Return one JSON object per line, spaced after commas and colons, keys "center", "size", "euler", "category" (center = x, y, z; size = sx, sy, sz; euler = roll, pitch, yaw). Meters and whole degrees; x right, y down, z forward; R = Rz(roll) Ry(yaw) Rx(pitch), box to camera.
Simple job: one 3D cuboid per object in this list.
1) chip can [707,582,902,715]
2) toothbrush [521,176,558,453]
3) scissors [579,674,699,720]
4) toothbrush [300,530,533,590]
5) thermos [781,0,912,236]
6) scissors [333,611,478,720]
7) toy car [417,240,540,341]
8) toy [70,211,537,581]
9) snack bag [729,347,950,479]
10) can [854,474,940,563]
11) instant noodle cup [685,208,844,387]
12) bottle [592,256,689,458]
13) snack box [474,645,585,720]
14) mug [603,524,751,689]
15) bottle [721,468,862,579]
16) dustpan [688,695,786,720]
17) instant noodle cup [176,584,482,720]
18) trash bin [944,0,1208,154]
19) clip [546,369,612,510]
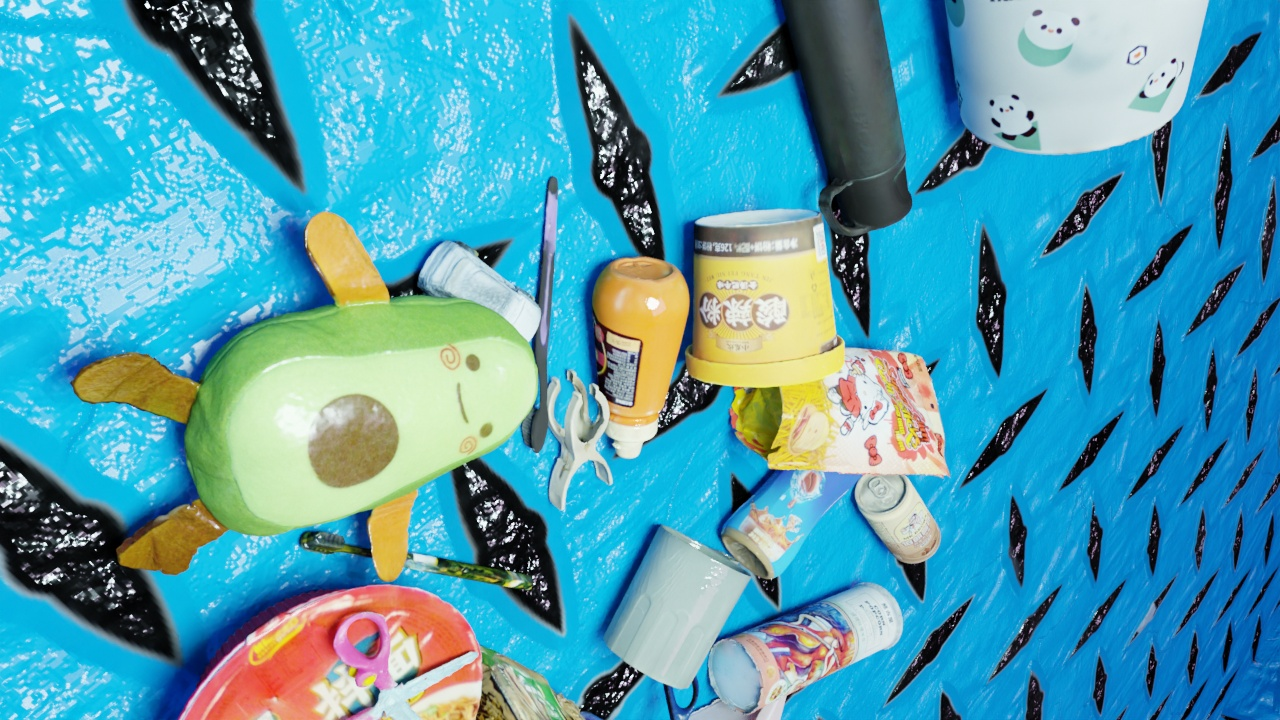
{"center": [0.165, 0.278, 0.899], "size": [0.214, 0.071, 0.071], "euler": [-7, 110, -39], "category": "chip can"}
{"center": [-0.067, -0.028, 0.617], "size": [0.014, 0.017, 0.189], "euler": [-12, 111, -51], "category": "toothbrush"}
{"center": [0.024, 0.316, 0.753], "size": [0.162, 0.176, 0.012], "euler": [-73, 180, -47], "category": "scissors"}
{"center": [-0.139, 0.134, 0.609], "size": [0.185, 0.017, 0.012], "euler": [26, 51, -44], "category": "toothbrush"}
{"center": [0.154, -0.207, 0.701], "size": [0.089, 0.068, 0.243], "euler": [-45, 130, -26], "category": "thermos"}
{"center": [-0.154, 0.202, 0.534], "size": [0.133, 0.017, 0.133], "euler": [-44, 133, -24], "category": "scissors"}
{"center": [-0.097, -0.038, 0.570], "size": [0.090, 0.034, 0.043], "euler": [41, 74, -44], "category": "toy car"}
{"center": [-0.160, 0.030, 0.501], "size": [0.246, 0.090, 0.227], "euler": [-20, 126, -32], "category": "toy"}
{"center": [0.180, 0.042, 0.791], "size": [0.207, 0.073, 0.128], "euler": [3, 62, -29], "category": "snack bag"}
{"center": [0.268, 0.162, 0.953], "size": [0.058, 0.058, 0.116], "euler": [-53, 133, -13], "category": "can"}
{"center": [0.090, -0.050, 0.679], "size": [0.118, 0.119, 0.114], "euler": [-16, 109, -37], "category": "instant noodle cup"}
{"center": [-0.004, 0.004, 0.653], "size": [0.066, 0.067, 0.150], "euler": [-16, 124, -37], "category": "bottle"}
{"center": [-0.094, 0.294, 0.653], "size": [0.105, 0.118, 0.117], "euler": [-48, 132, -4], "category": "snack box"}
{"center": [0.036, 0.203, 0.755], "size": [0.103, 0.084, 0.124], "euler": [-61, 154, -5], "category": "mug"}
{"center": [0.163, 0.099, 0.832], "size": [0.218, 0.065, 0.065], "euler": [-44, 130, -21], "category": "bottle"}
{"center": [0.087, 0.434, 0.842], "size": [0.272, 0.139, 0.223], "euler": [-1, 106, -41], "category": "dustpan"}
{"center": [-0.194, 0.213, 0.557], "size": [0.193, 0.066, 0.194], "euler": [-15, 115, -37], "category": "instant noodle cup"}
{"center": [0.349, -0.321, 0.736], "size": [0.229, 0.230, 0.252], "euler": [-40, 134, -24], "category": "trash bin"}
{"center": [-0.046, 0.057, 0.654], "size": [0.070, 0.035, 0.100], "euler": [-26, 130, -33], "category": "clip"}
